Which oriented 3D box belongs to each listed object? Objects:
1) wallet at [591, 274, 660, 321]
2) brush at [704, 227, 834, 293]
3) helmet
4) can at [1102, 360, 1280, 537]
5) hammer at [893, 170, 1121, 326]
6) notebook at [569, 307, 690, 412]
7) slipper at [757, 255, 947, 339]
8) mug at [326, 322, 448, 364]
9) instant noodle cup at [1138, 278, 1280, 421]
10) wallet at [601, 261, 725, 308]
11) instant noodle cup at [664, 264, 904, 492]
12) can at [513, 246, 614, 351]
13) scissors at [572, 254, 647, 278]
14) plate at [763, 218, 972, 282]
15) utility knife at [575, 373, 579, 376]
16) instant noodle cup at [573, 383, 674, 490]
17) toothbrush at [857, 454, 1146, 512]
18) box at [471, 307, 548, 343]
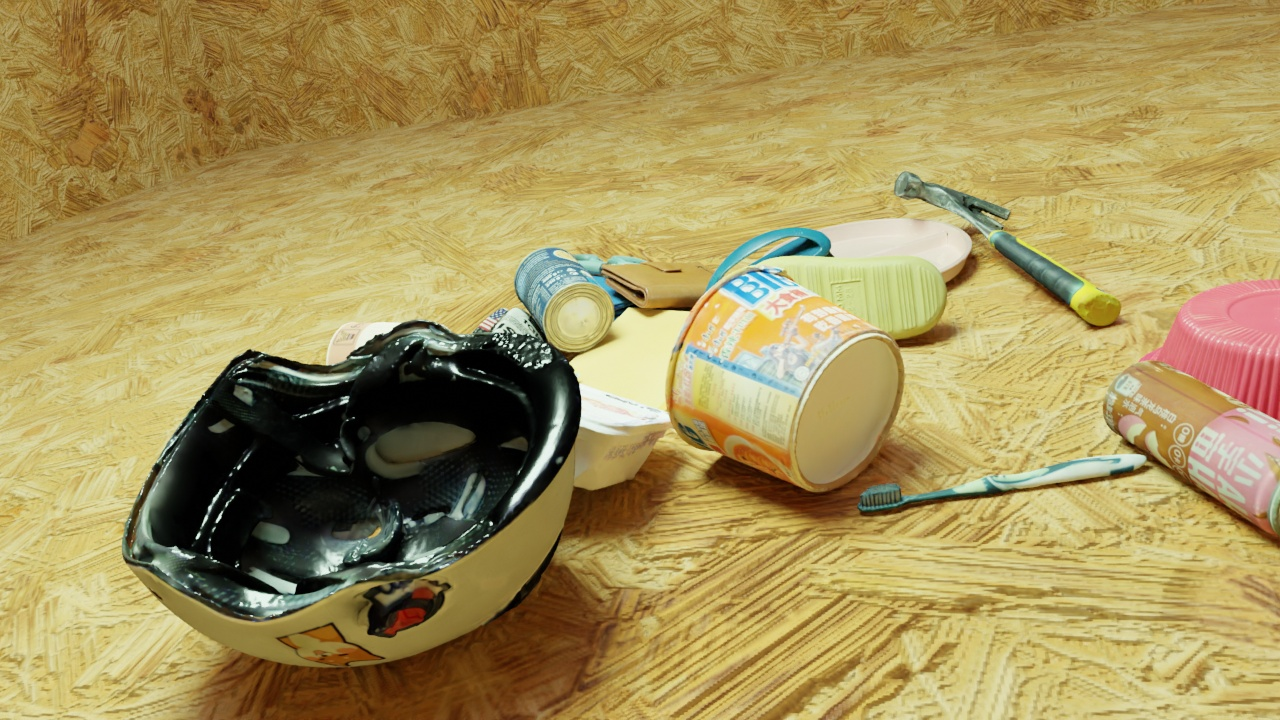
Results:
[{"bbox_3d":[-0.054,-0.069,1.052,0.106,0.040,0.133,-16,22,-33],"label":"wallet"},{"bbox_3d":[0.126,-0.090,0.931,0.144,0.073,0.055,-29,32,9],"label":"brush"},{"bbox_3d":[-0.161,0.097,0.578,0.274,0.157,0.229,-10,39,-1],"label":"helmet"},{"bbox_3d":[0.357,0.051,0.569,0.058,0.058,0.147,-14,24,-7],"label":"can"},{"bbox_3d":[0.376,-0.118,0.930,0.126,0.032,0.323,13,25,-17],"label":"hammer"},{"bbox_3d":[-0.005,0.005,0.874,0.146,0.010,0.205,6,35,33],"label":"notebook"},{"bbox_3d":[0.191,-0.054,0.872,0.191,0.091,0.081,-2,0,18],"label":"slipper"},{"bbox_3d":[-0.253,0.010,0.914,0.106,0.082,0.114,0,30,21],"label":"mug"},{"bbox_3d":[0.454,-0.006,0.646,0.194,0.066,0.193,-11,24,5],"label":"instant noodle cup"},{"bbox_3d":[0.036,-0.085,1.007,0.131,0.031,0.108,-4,23,-30],"label":"wallet"},{"bbox_3d":[0.109,0.018,0.662,0.151,0.151,0.111,-26,36,-30],"label":"instant noodle cup"},{"bbox_3d":[-0.079,-0.063,0.936,0.075,0.075,0.111,-18,31,-15],"label":"can"},{"bbox_3d":[-0.017,-0.112,1.122,0.129,0.019,0.185,-3,15,-27],"label":"scissors"},{"bbox_3d":[0.246,-0.109,1.017,0.229,0.028,0.229,-11,24,5],"label":"plate"},{"bbox_3d":[-0.100,0.053,0.806,0.034,0.018,0.159,2,33,33],"label":"utility knife"},{"bbox_3d":[-0.072,0.048,0.701,0.173,0.060,0.137,15,5,22],"label":"instant noodle cup"},{"bbox_3d":[0.240,0.079,0.611,0.192,0.018,0.016,-10,24,4],"label":"toothbrush"},{"bbox_3d":[-0.157,0.002,0.926,0.088,0.076,0.162,-24,20,26],"label":"box"}]
